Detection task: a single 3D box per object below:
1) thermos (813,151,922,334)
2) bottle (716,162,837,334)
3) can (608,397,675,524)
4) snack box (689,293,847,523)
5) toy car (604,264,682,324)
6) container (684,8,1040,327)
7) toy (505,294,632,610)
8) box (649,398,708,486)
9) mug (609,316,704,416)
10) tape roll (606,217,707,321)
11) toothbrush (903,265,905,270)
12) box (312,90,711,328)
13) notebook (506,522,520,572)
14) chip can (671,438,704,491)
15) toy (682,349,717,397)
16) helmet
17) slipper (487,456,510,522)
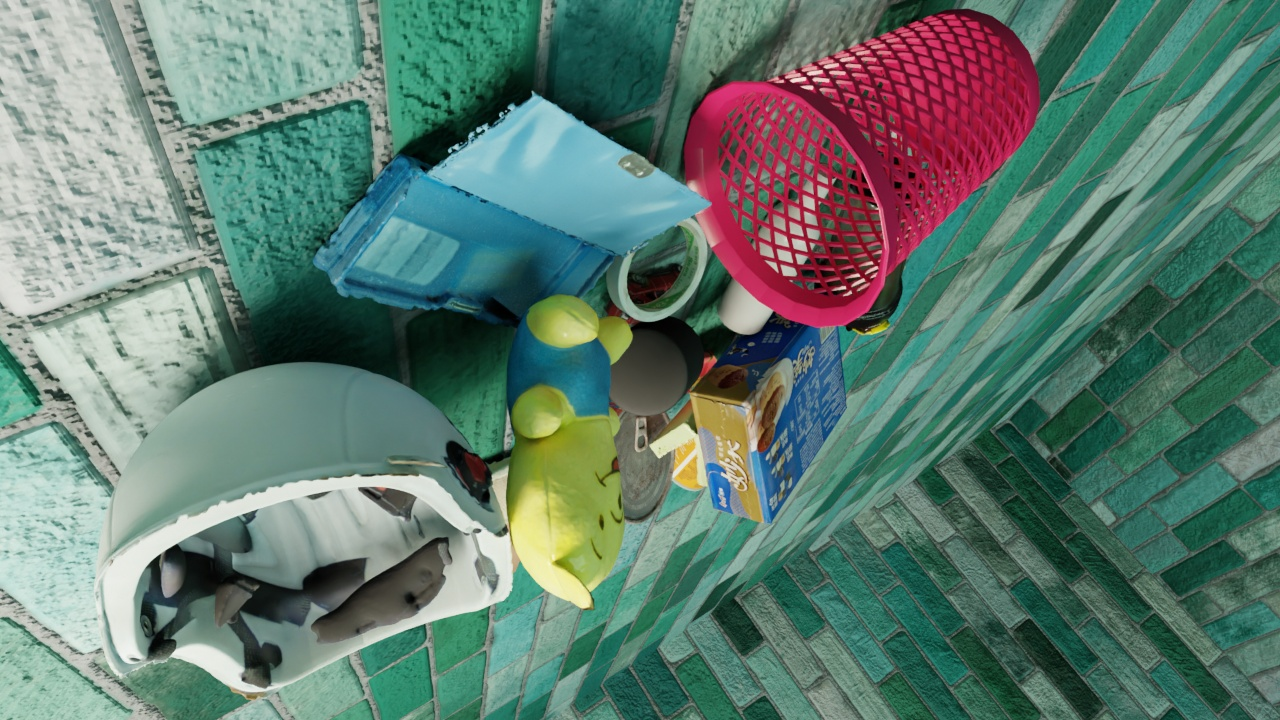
[{"bbox_3d":[0.236,-0.113,0.949,0.098,0.098,0.221,-31,154,-14],"label":"thermos"},{"bbox_3d":[0.130,-0.104,0.858,0.052,0.052,0.196,-22,154,-33],"label":"bottle"},{"bbox_3d":[-0.015,0.104,0.964,0.129,0.044,0.130,-9,101,-56],"label":"can"},{"bbox_3d":[0.140,0.042,0.955,0.202,0.069,0.155,-47,135,-40],"label":"snack box"},{"bbox_3d":[0.010,-0.056,0.804,0.091,0.036,0.042,-21,153,-46],"label":"toy car"},{"bbox_3d":[0.177,-0.160,0.682,0.225,0.183,0.184,-35,159,-26],"label":"container"},{"bbox_3d":[-0.053,0.063,0.651,0.084,0.213,0.149,-4,170,14],"label":"toy"},{"bbox_3d":[0.090,0.045,0.993,0.187,0.090,0.078,-41,162,-44],"label":"box"},{"bbox_3d":[-0.005,0.005,0.832,0.114,0.078,0.087,-5,-171,14],"label":"mug"},{"bbox_3d":[0.014,-0.077,0.742,0.093,0.018,0.094,-24,131,-31],"label":"tape roll"},{"bbox_3d":[0.274,-0.067,1.199,0.181,0.016,0.016,-40,157,4],"label":"toothbrush"},{"bbox_3d":[-0.071,-0.090,0.599,0.177,0.047,0.231,-36,159,19],"label":"box"},{"bbox_3d":[-0.197,0.242,1.120,0.141,0.008,0.210,-22,154,-32],"label":"notebook"},{"bbox_3d":[0.113,0.070,1.150,0.075,0.075,0.216,-9,145,-50],"label":"chip can"},{"bbox_3d":[0.041,0.015,0.980,0.103,0.046,0.085,-6,157,-44],"label":"toy"},{"bbox_3d":[-0.213,0.089,0.586,0.236,0.163,0.264,-24,149,0],"label":"helmet"},{"bbox_3d":[-0.091,0.132,0.984,0.271,0.054,0.115,-12,139,-45],"label":"slipper"}]
